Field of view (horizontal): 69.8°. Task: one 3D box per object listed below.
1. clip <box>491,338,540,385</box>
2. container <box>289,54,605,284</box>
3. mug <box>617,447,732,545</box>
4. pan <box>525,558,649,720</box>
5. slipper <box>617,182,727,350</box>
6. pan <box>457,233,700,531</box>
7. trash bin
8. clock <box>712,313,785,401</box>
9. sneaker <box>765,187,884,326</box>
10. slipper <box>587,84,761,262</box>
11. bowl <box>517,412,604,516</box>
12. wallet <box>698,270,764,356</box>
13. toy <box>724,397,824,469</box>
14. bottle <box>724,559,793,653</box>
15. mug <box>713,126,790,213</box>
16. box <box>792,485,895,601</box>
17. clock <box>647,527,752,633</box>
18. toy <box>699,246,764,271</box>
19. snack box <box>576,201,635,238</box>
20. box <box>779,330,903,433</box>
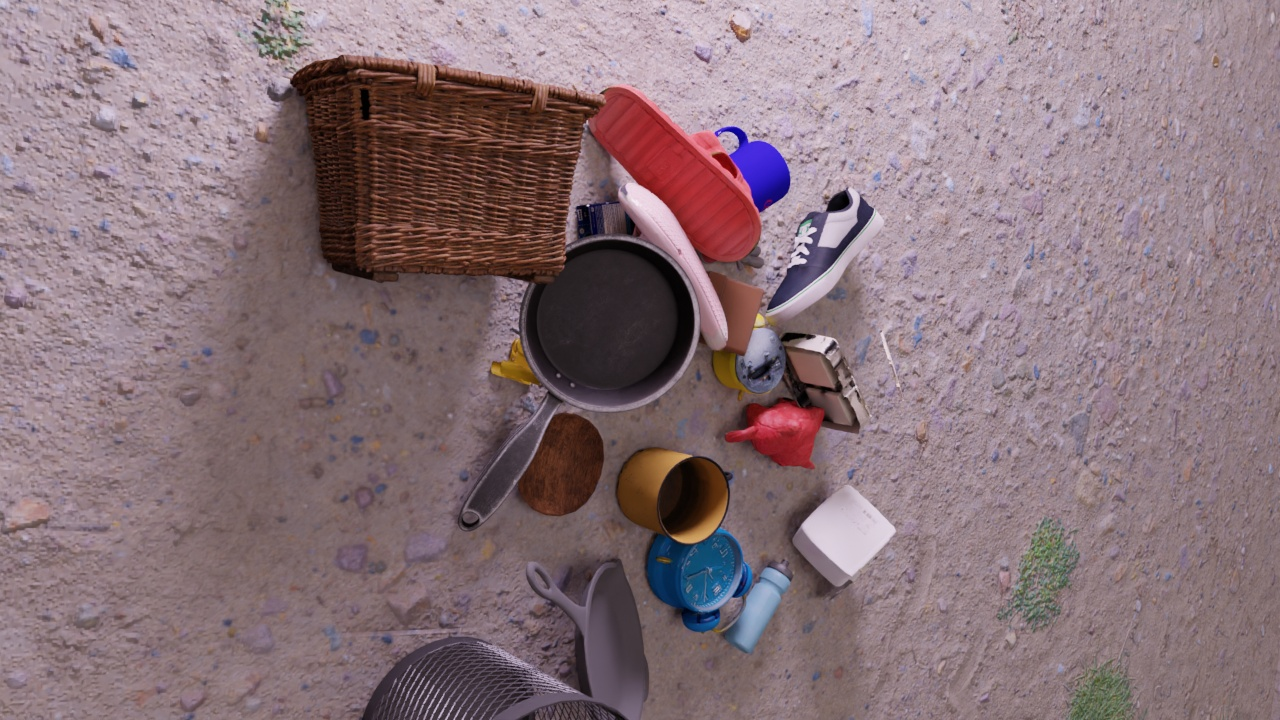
[{"bbox_3d":[-0.132,0.001,0.985,0.054,0.045,0.049,19,41,-33],"label":"clip"},{"bbox_3d":[-0.182,-0.168,0.854,0.249,0.162,0.183,-2,100,-35],"label":"container"},{"bbox_3d":[0.045,0.151,1.071,0.123,0.094,0.100,-19,104,-31],"label":"mug"},{"bbox_3d":[-0.054,0.290,0.968,0.355,0.024,0.216,61,24,-51],"label":"pan"},{"bbox_3d":[0.037,-0.103,1.024,0.056,0.106,0.221,-26,116,16],"label":"slipper"},{"bbox_3d":[-0.082,0.030,0.959,0.187,0.055,0.357,36,97,-14],"label":"pan"},{"bbox_3d":[-0.142,0.392,0.880,0.217,0.228,0.218,-3,95,-35],"label":"trash bin"},{"bbox_3d":[0.131,-0.012,1.141,0.083,0.057,0.119,-30,110,-29],"label":"clock"},{"bbox_3d":[0.222,-0.138,1.186,0.079,0.084,0.234,49,63,-12],"label":"sneaker"},{"bbox_3d":[0.048,-0.218,1.040,0.249,0.104,0.059,44,40,-15],"label":"slipper"},{"bbox_3d":[-0.092,0.113,1.013,0.102,0.026,0.114,19,85,-29],"label":"bowl"},{"bbox_3d":[0.080,-0.063,1.098,0.121,0.013,0.087,17,83,-5],"label":"wallet"},{"bbox_3d":[0.170,0.105,1.168,0.132,0.088,0.094,-7,108,-33],"label":"toy"},{"bbox_3d":[0.158,0.316,1.197,0.040,0.040,0.129,46,69,-29],"label":"bottle"},{"bbox_3d":[0.116,-0.225,1.102,0.083,0.079,0.111,-35,106,-28],"label":"mug"},{"bbox_3d":[0.274,0.265,1.263,0.108,0.137,0.121,-36,71,-26],"label":"box"},{"bbox_3d":[0.079,0.263,1.125,0.116,0.060,0.161,-44,118,-24],"label":"clock"},{"bbox_3d":[0.108,-0.135,1.131,0.111,0.030,0.049,6,62,-37],"label":"toy"},{"bbox_3d":[-0.025,-0.105,1.043,0.082,0.027,0.150,-12,101,-35],"label":"snack box"},{"bbox_3d":[0.274,0.022,1.163,0.070,0.187,0.143,-46,124,-25],"label":"box"}]
